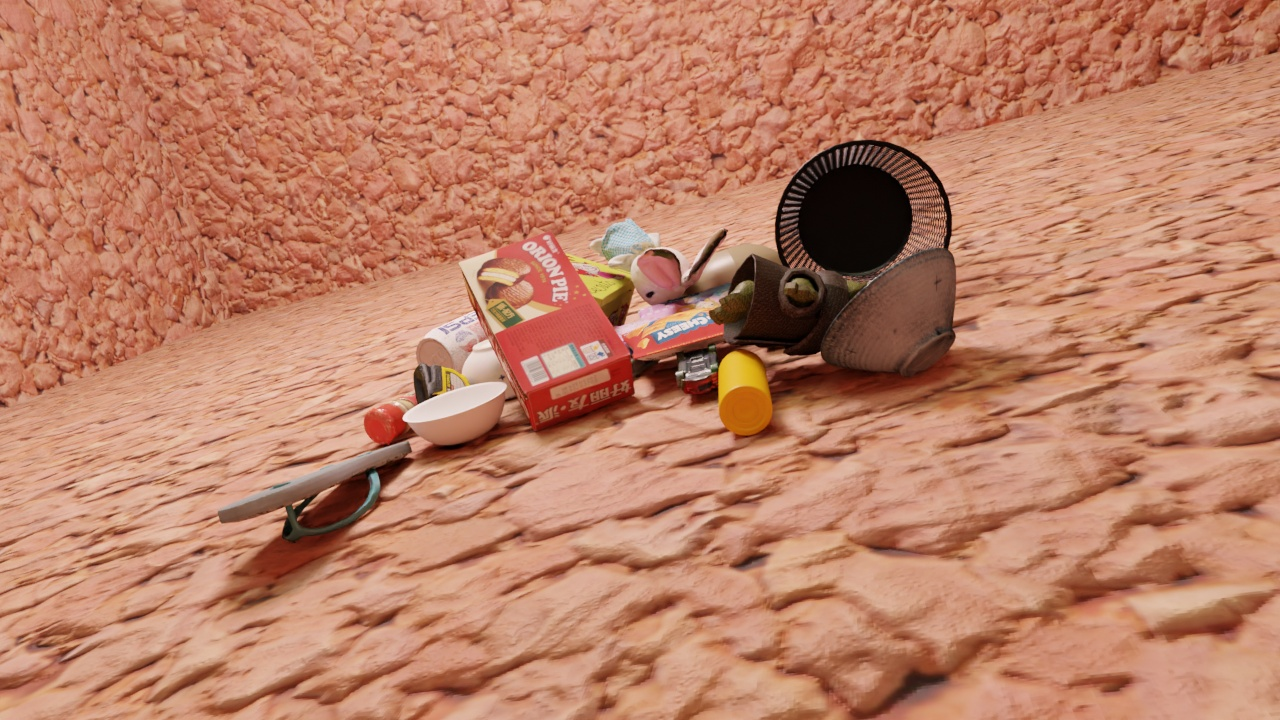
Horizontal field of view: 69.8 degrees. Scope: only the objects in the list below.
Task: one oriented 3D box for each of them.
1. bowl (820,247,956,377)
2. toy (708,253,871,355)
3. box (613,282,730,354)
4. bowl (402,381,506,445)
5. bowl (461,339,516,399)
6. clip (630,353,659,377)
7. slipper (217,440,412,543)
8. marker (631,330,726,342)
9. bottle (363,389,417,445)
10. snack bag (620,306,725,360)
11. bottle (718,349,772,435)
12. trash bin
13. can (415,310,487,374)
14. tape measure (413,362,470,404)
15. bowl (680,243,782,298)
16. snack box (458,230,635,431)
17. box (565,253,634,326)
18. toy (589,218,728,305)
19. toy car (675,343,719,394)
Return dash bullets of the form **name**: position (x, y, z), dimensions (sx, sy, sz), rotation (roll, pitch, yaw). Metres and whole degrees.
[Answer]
- **bowl**: position (0.222, -0.024, 0.762), dimensions (0.137, 0.057, 0.137), rotation (-27, -28, -16)
- **toy**: position (0.143, -0.043, 0.838), dimensions (0.152, 0.078, 0.180), rotation (9, -16, -9)
- **box**: position (0.067, -0.053, 1.098), dimensions (0.230, 0.053, 0.084), rotation (-15, 13, 0)
- **bowl**: position (-0.186, 0.061, 0.950), dimensions (0.110, 0.040, 0.109), rotation (-15, 13, 3)
- **bowl**: position (-0.164, 0.005, 1.105), dimensions (0.113, 0.063, 0.113), rotation (-16, 13, 4)
- **clip**: position (-0.007, 0.004, 1.022), dimensions (0.075, 0.023, 0.059), rotation (-28, 19, -34)
- **slipper**: position (-0.285, 0.122, 0.825), dimensions (0.098, 0.055, 0.268), rotation (-16, 2, 8)
- **marker**: position (0.056, -0.027, 1.031), dimensions (0.141, 0.016, 0.016), rotation (0, 17, 15)
- **bottle**: position (-0.266, 0.058, 1.049), dimensions (0.044, 0.044, 0.108), rotation (-8, 14, 29)
- **snack bag**: position (0.048, -0.029, 0.973), dimensions (0.131, 0.039, 0.144), rotation (-15, 12, -4)
- **bottle**: position (0.089, 0.021, 0.797), dimensions (0.043, 0.043, 0.143), rotation (-14, 14, 8)
- **trash bin**: position (0.256, -0.161, 1.082), dimensions (0.184, 0.184, 0.209), rotation (-12, 8, 13)
- **can**: position (-0.236, -0.022, 1.258), dimensions (0.078, 0.078, 0.135), rotation (-6, 17, 35)
- **tape measure**: position (-0.224, 0.039, 1.043), dimensions (0.064, 0.037, 0.065), rotation (18, 32, -37)
- **bowl**: position (0.117, -0.115, 1.207), dimensions (0.152, 0.050, 0.152), rotation (-19, -4, -1)
- **snack box**: position (-0.104, -0.039, 0.977), dimensions (0.113, 0.060, 0.236), rotation (-21, 47, -13)
- **box**: position (-0.087, -0.080, 1.189), dimensions (0.124, 0.081, 0.220), rotation (19, 13, 10)
- **toy**: position (0.005, -0.118, 1.161), dimensions (0.130, 0.106, 0.206), rotation (-19, 23, -35)
- **toy car**: position (0.057, 0.011, 0.889), dimensions (0.042, 0.036, 0.091), rotation (-14, 13, 6)
